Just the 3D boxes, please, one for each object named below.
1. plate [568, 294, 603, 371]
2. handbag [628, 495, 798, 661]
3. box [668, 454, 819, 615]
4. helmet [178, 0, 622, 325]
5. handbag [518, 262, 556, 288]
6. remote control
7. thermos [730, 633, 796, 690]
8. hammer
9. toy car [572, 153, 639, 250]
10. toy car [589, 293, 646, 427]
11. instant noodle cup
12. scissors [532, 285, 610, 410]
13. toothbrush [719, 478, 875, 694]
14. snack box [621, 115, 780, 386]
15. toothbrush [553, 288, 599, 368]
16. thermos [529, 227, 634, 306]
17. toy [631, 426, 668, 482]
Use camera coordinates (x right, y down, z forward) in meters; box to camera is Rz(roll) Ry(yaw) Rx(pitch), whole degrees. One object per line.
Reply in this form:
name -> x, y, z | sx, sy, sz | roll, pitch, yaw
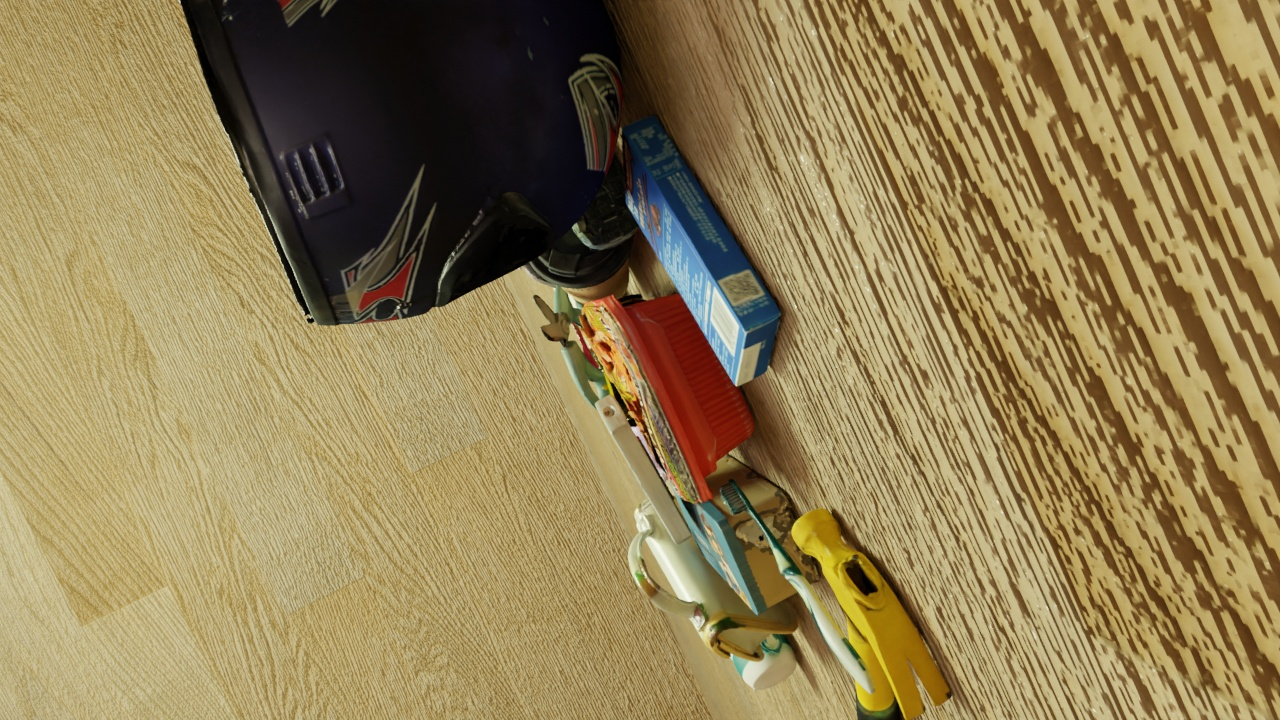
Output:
plate -> -0.040, -0.034, 1.020 | 0.162, 0.034, 0.265 | 80, 166, -50
handbag -> 0.045, 0.200, 0.857 | 0.178, 0.063, 0.163 | 22, -156, -42
box -> 0.080, 0.137, 0.771 | 0.090, 0.062, 0.184 | 66, 170, -8
helmet -> -0.136, -0.157, 0.591 | 0.316, 0.240, 0.247 | 125, 124, -69
handbag -> -0.119, -0.173, 0.920 | 0.197, 0.098, 0.145 | 55, -177, 20
remote control -> 0.004, 0.091, 0.760 | 0.135, 0.019, 0.056 | 61, 177, -28
thermos -> 0.095, 0.260, 1.017 | 0.224, 0.073, 0.073 | 55, 167, 46
hammer -> 0.165, 0.236, 0.642 | 0.128, 0.033, 0.301 | 57, 168, 47
toy car -> -0.043, -0.145, 0.719 | 0.120, 0.054, 0.037 | 65, 170, 0
toy car -> -0.005, 0.005, 0.862 | 0.041, 0.071, 0.156 | 55, 168, 40
instant noodle cup -> 0.021, 0.016, 0.713 | 0.164, 0.079, 0.189 | 65, 172, -7
scissors -> -0.067, -0.036, 0.873 | 0.177, 0.019, 0.169 | 54, -157, -52
toothbrush -> 0.099, 0.144, 0.610 | 0.191, 0.018, 0.016 | 56, 168, 48
snack box -> 0.034, -0.067, 0.570 | 0.157, 0.026, 0.085 | 61, 170, 21
toothbrush -> -0.084, -0.065, 1.049 | 0.017, 0.016, 0.187 | 63, -177, -76
thermos -> -0.047, -0.093, 0.801 | 0.093, 0.093, 0.143 | 62, 178, 14
toy -> 0.006, 0.098, 1.068 | 0.084, 0.039, 0.108 | 107, 142, -75
